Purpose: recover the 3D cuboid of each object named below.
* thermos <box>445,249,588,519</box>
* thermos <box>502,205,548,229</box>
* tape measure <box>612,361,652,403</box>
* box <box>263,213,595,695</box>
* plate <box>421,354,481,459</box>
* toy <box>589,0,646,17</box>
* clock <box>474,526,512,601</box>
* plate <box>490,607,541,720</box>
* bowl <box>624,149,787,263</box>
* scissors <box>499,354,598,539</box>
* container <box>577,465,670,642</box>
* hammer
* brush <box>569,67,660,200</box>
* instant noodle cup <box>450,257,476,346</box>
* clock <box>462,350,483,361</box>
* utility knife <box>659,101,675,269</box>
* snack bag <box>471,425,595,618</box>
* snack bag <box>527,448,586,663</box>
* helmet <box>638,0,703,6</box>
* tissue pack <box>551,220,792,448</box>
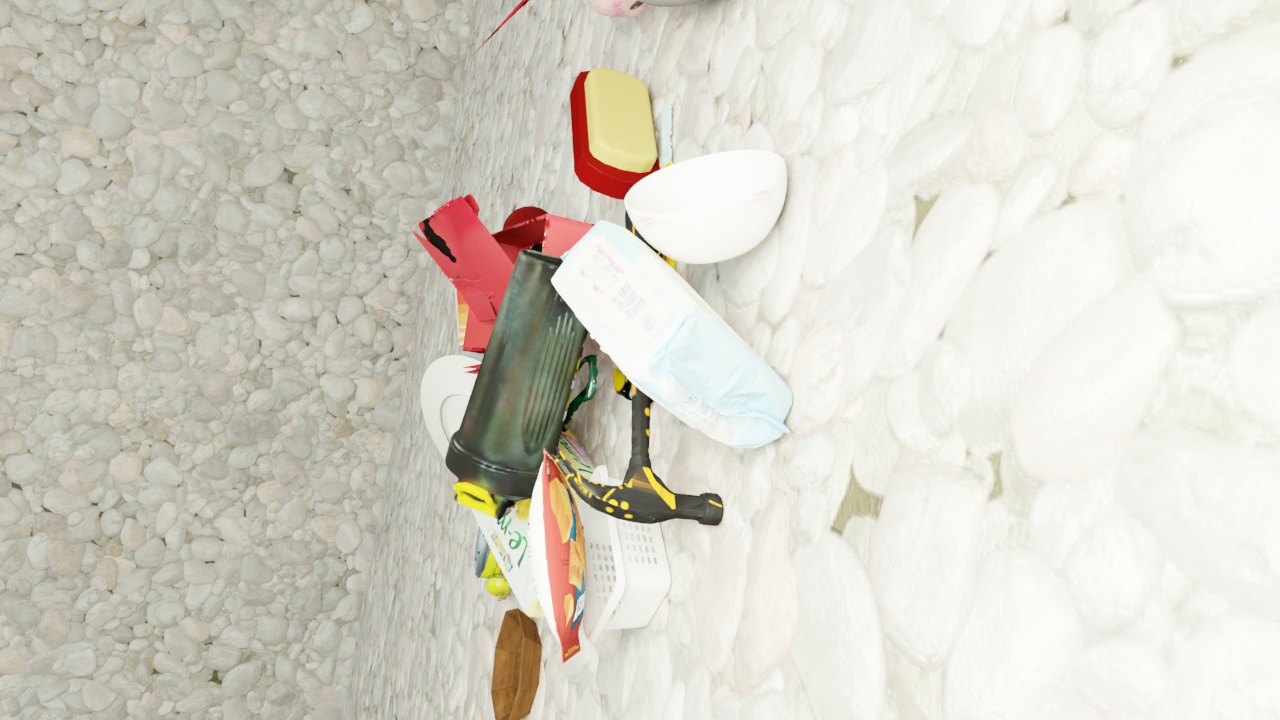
[{"bbox_3d":[-0.098,0.022,0.770,0.098,0.098,0.221,-134,60,-66],"label":"thermos"},{"bbox_3d":[-0.126,-0.132,1.161,0.198,0.084,0.108,-129,34,-67],"label":"thermos"},{"bbox_3d":[-0.005,0.005,0.822,0.061,0.034,0.061,-164,85,-72],"label":"tape measure"},{"bbox_3d":[-0.208,0.064,0.878,0.477,0.171,0.215,-47,20,-18],"label":"box"},{"bbox_3d":[-0.191,0.090,1.097,0.015,0.208,0.209,-38,-15,-44],"label":"plate"},{"bbox_3d":[0.012,-0.470,0.940,0.190,0.087,0.239,57,131,39],"label":"toy"},{"bbox_3d":[-0.170,0.237,1.123,0.119,0.057,0.083,-104,32,-50],"label":"clock"},{"bbox_3d":[-0.138,0.344,1.027,0.131,0.025,0.131,-170,91,-70],"label":"plate"},{"bbox_3d":[0.050,-0.104,0.646,0.114,0.114,0.051,-121,13,-62],"label":"bowl"},{"bbox_3d":[-0.077,0.107,0.817,0.202,0.015,0.204,-55,37,30],"label":"scissors"},{"bbox_3d":[-0.016,0.158,0.752,0.129,0.049,0.081,-103,31,-48],"label":"container"},{"bbox_3d":[-0.002,-0.015,0.728,0.036,0.123,0.319,118,159,-47],"label":"hammer"},{"bbox_3d":[-0.024,-0.236,0.924,0.042,0.082,0.173,122,151,-45],"label":"brush"},{"bbox_3d":[-0.213,-0.080,1.324,0.123,0.123,0.121,178,94,-70],"label":"instant noodle cup"},{"bbox_3d":[-0.139,-0.028,1.087,0.160,0.122,0.045,-45,66,28],"label":"clock"},{"bbox_3d":[0.024,-0.153,0.857,0.031,0.019,0.224,-34,45,50],"label":"utility knife"},{"bbox_3d":[-0.114,0.127,0.952,0.247,0.068,0.160,48,129,48],"label":"snack bag"},{"bbox_3d":[-0.061,0.147,0.685,0.131,0.039,0.144,84,179,-76],"label":"snack bag"},{"bbox_3d":[0.045,-0.351,0.758,0.183,0.117,0.271,-49,23,-8],"label":"helmet"},{"bbox_3d":[0.018,-0.015,0.611,0.070,0.112,0.182,-47,38,7],"label":"tissue pack"}]
